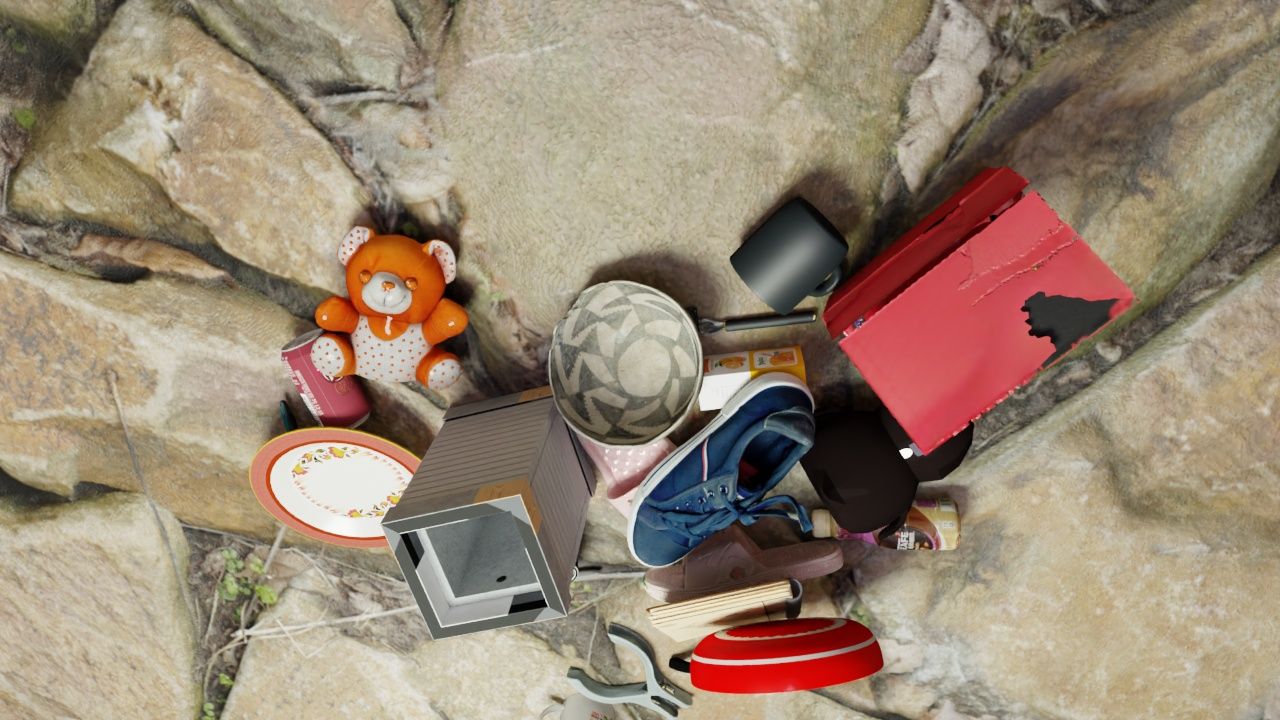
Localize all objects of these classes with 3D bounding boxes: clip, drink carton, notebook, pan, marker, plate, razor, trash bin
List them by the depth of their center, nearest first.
[{"bbox_3d":[-0.150,0.153,0.993,0.142,0.246,0.142,-13,112,10],"label":"trash bin"},{"bbox_3d":[0.120,-0.041,1.009,0.144,0.022,0.042,-4,74,3],"label":"razor"},{"bbox_3d":[0.119,0.019,1.013,0.122,0.058,0.040,-6,113,8],"label":"drink carton"},{"bbox_3d":[0.105,0.293,1.066,0.167,0.225,0.024,-13,67,4],"label":"notebook"},{"bbox_3d":[0.123,0.341,1.068,0.208,0.357,0.067,-2,79,-29],"label":"pan"},{"bbox_3d":[-0.350,0.152,1.107,0.230,0.021,0.230,1,134,1],"label":"plate"},{"bbox_3d":[-0.118,0.281,1.170,0.139,0.022,0.016,-10,107,10],"label":"marker"},{"bbox_3d":[0.002,0.400,1.210,0.174,0.030,0.159,19,115,-4],"label":"clip"}]

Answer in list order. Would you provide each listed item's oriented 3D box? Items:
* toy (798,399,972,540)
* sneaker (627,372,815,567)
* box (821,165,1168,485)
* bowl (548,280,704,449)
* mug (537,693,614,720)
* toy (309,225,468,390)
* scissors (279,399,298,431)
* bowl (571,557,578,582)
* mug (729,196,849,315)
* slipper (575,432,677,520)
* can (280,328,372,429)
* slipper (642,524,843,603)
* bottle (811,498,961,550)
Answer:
[{"bbox_3d":[0.270,0.097,0.989,0.184,0.140,0.159,-32,82,9],"label":"toy"},{"bbox_3d":[0.088,0.152,0.987,0.120,0.127,0.295,28,121,-20],"label":"sneaker"},{"bbox_3d":[0.276,-0.065,0.823,0.211,0.317,0.121,-41,113,18],"label":"box"},{"bbox_3d":[-0.006,0.006,0.996,0.179,0.081,0.178,0,89,24],"label":"bowl"},{"bbox_3d":[-0.090,0.500,1.227,0.105,0.089,0.074,27,113,-7],"label":"mug"},{"bbox_3d":[-0.269,-0.053,0.997,0.163,0.092,0.173,8,112,-6],"label":"toy"},{"bbox_3d":[-0.399,0.103,1.118,0.123,0.019,0.148,-39,111,15],"label":"scissors"},{"bbox_3d":[-0.137,0.232,1.119,0.120,0.066,0.120,-4,146,-3],"label":"bowl"},{"bbox_3d":[0.166,-0.102,0.950,0.121,0.085,0.095,28,116,-38],"label":"mug"},{"bbox_3d":[0.003,0.133,1.076,0.107,0.055,0.221,-29,108,14],"label":"slipper"},{"bbox_3d":[-0.361,0.025,1.055,0.063,0.063,0.114,-18,111,12],"label":"can"},{"bbox_3d":[0.117,0.233,1.085,0.239,0.094,0.064,-11,96,5],"label":"slipper"},{"bbox_3d":[0.285,0.191,1.075,0.166,0.059,0.060,-1,114,10],"label":"bottle"}]
